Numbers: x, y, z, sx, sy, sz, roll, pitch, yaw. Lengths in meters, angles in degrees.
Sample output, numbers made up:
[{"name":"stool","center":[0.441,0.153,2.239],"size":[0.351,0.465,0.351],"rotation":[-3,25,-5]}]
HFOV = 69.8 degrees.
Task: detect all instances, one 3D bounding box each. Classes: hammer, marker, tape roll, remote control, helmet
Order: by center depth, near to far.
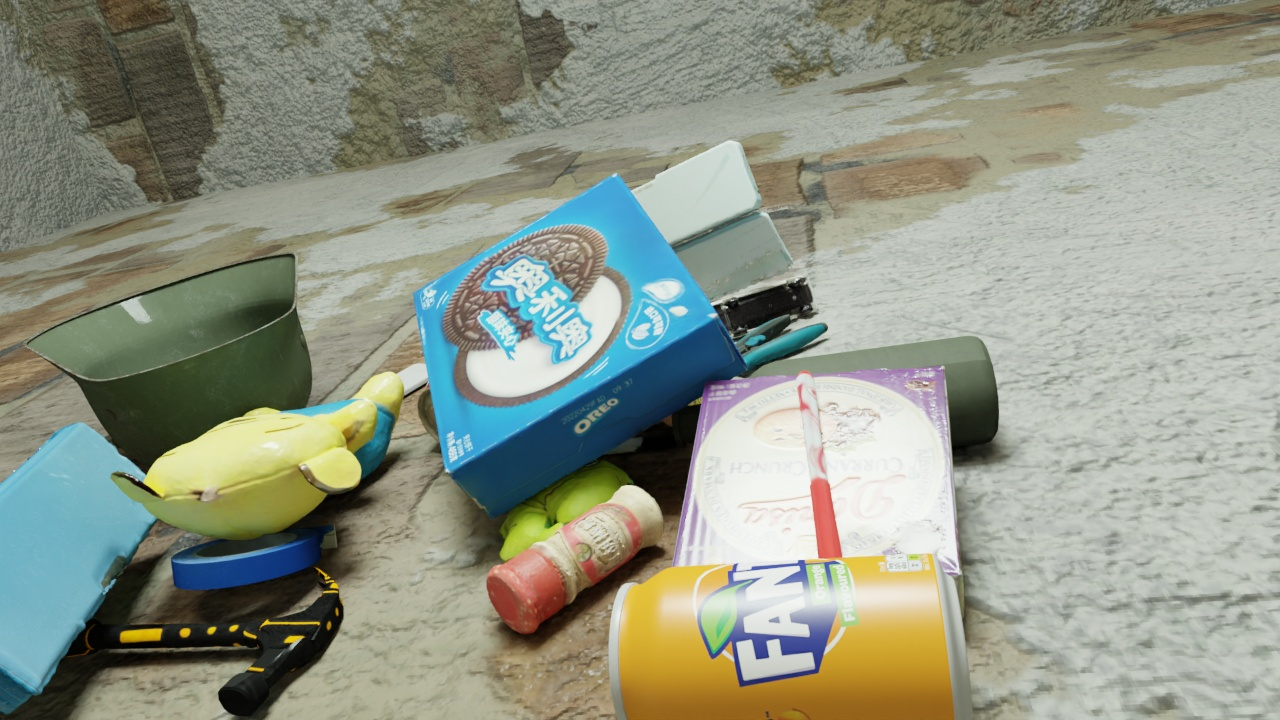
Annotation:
[{"name":"marker","center":[0.094,0.055,0.487],"size":[0.013,0.013,0.142],"rotation":[-8,41,10]},{"name":"hammer","center":[-0.337,0.170,0.571],"size":[0.321,0.036,0.123],"rotation":[-5,19,14]},{"name":"tape roll","center":[-0.258,0.129,0.604],"size":[0.091,0.016,0.093],"rotation":[-6,2,5]},{"name":"marker","center":[-0.038,0.068,0.692],"size":[0.152,0.011,0.011],"rotation":[-8,22,11]},{"name":"helmet","center":[-0.387,0.014,0.815],"size":[0.226,0.154,0.268],"rotation":[-26,20,-28]},{"name":"remote control","center":[-0.254,0.037,0.888],"size":[0.045,0.008,0.146],"rotation":[5,27,35]}]

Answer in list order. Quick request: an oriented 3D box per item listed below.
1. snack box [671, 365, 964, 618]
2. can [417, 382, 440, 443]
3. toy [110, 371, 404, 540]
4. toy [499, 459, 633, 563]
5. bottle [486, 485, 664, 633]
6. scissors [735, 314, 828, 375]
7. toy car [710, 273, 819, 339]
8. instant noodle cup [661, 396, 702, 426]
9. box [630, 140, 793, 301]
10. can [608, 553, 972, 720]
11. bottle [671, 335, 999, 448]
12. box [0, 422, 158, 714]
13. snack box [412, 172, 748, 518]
[{"name":"snack box","center":[0.100,0.071,0.511],"size":[0.144,0.041,0.147],"rotation":[-5,42,18]},{"name":"can","center":[-0.116,0.012,0.796],"size":[0.067,0.067,0.169],"rotation":[2,26,32]},{"name":"toy","center":[-0.257,0.073,0.661],"size":[0.149,0.084,0.214],"rotation":[-17,7,2]},{"name":"toy","center":[-0.049,0.096,0.597],"size":[0.093,0.036,0.094],"rotation":[-20,20,2]},{"name":"bottle","center":[-0.036,0.113,0.534],"size":[0.108,0.044,0.044],"rotation":[-28,26,-36]},{"name":"scissors","center":[0.099,-0.010,0.802],"size":[0.128,0.019,0.152],"rotation":[-8,23,17]},{"name":"toy car","center":[0.111,-0.048,0.870],"size":[0.113,0.039,0.039],"rotation":[-18,1,-17]},{"name":"instant noodle cup","center":[-0.004,0.004,0.734],"size":[0.109,0.098,0.097],"rotation":[-2,22,46]},{"name":"box","center":[0.028,-0.108,0.862],"size":[0.198,0.136,0.049],"rotation":[-20,16,25]},{"name":"can","center":[0.064,0.127,0.396],"size":[0.143,0.079,0.079],"rotation":[-6,22,14]},{"name":"bottle","center":[0.125,0.031,0.613],"size":[0.207,0.071,0.071],"rotation":[-8,22,11]},{"name":"box","center":[-0.388,0.134,0.560],"size":[0.102,0.094,0.231],"rotation":[-40,21,3]},{"name":"snack box","center":[-0.057,-0.023,0.661],"size":[0.195,0.056,0.238],"rotation":[-31,37,2]}]
